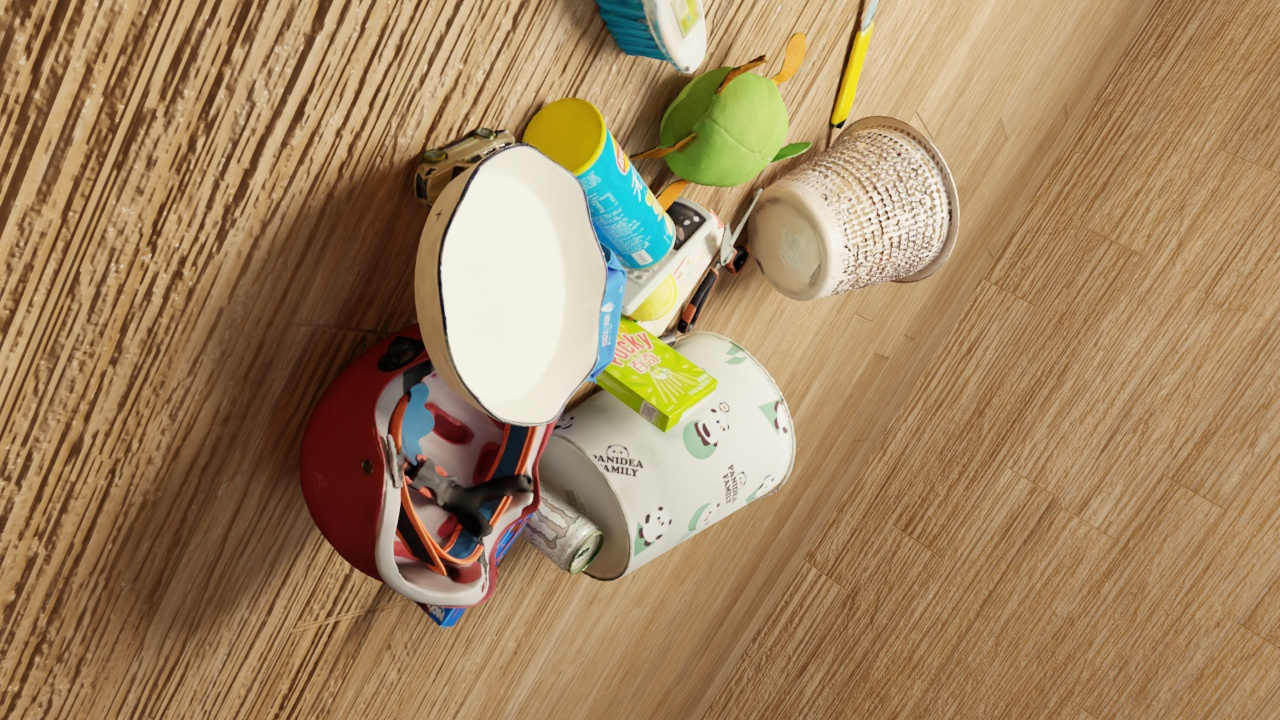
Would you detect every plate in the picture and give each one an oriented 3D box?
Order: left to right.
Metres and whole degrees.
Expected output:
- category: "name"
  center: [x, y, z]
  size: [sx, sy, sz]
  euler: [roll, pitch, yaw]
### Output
- category: "plate"
  center: [-0.094, -0.054, 0.683]
  size: [0.204, 0.046, 0.205]
  euler: [-7, 98, -61]

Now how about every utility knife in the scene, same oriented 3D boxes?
- category: "utility knife"
  center: [0.271, -0.382, 1.146]
  size: [0.033, 0.015, 0.220]
  euler: [-38, 153, -32]

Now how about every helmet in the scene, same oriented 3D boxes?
- category: "helmet"
  center: [-0.176, 0.064, 0.741]
  size: [0.239, 0.144, 0.207]
  euler: [-65, 147, -29]

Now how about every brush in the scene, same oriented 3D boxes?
- category: "brush"
  center: [-0.002, -0.302, 0.635]
  size: [0.060, 0.109, 0.314]
  euler: [-50, 156, -6]

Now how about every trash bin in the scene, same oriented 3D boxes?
- category: "trash bin"
  center: [0.015, 0.116, 1.073]
  size: [0.251, 0.229, 0.230]
  euler: [-28, 144, -37]
- category: "trash bin"
  center: [0.254, -0.175, 1.170]
  size: [0.191, 0.227, 0.228]
  euler: [-25, 144, -28]

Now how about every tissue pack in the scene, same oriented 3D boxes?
- category: "tissue pack"
  center: [-0.065, -0.056, 0.849]
  size: [0.052, 0.095, 0.157]
  euler: [-29, 145, -35]

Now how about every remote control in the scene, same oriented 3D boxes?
- category: "remote control"
  center: [0.012, -0.113, 0.961]
  size: [0.149, 0.058, 0.021]
  euler: [-48, 154, -18]

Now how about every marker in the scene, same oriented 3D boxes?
- category: "marker"
  center: [-0.014, -0.009, 1.056]
  size: [0.130, 0.018, 0.023]
  euler: [-18, 166, -33]

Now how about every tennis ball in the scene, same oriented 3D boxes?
- category: "tennis ball"
  center: [0.007, -0.074, 0.992]
  size: [0.065, 0.065, 0.066]
  euler: [-42, 152, -28]

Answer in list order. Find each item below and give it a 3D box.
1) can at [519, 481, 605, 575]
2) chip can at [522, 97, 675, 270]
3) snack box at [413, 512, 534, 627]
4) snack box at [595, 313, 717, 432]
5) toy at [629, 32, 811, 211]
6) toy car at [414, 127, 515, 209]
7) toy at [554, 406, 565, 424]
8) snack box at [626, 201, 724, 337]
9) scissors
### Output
- category: "can"
  center: [-0.109, 0.163, 0.977]
  size: [0.058, 0.147, 0.058]
  euler: [-42, 153, -28]
- category: "chip can"
  center: [-0.030, -0.150, 0.823]
  size: [0.071, 0.071, 0.210]
  euler: [-55, 156, -2]
- category: "snack box"
  center: [-0.182, 0.185, 0.948]
  size: [0.157, 0.084, 0.026]
  euler: [-54, 156, -2]
- category: "snack box"
  center: [-0.006, 0.006, 0.957]
  size: [0.085, 0.156, 0.026]
  euler: [-32, 148, -40]
- category: "toy"
  center: [0.085, -0.230, 0.909]
  size: [0.227, 0.090, 0.246]
  euler: [-44, 166, 18]
- category: "toy car"
  center: [-0.130, -0.143, 0.692]
  size: [0.090, 0.035, 0.042]
  euler: [-34, 147, -35]
- category: "toy"
  center: [-0.097, 0.031, 0.955]
  size: [0.108, 0.039, 0.083]
  euler: [93, 8, -57]
- category: "snack box"
  center: [0.042, -0.102, 1.067]
  size: [0.156, 0.027, 0.077]
  euler: [-56, 156, 1]
- category: "scissors"
  center: [0.098, -0.115, 1.122]
  size: [0.189, 0.015, 0.225]
  euler: [-54, 167, 2]
